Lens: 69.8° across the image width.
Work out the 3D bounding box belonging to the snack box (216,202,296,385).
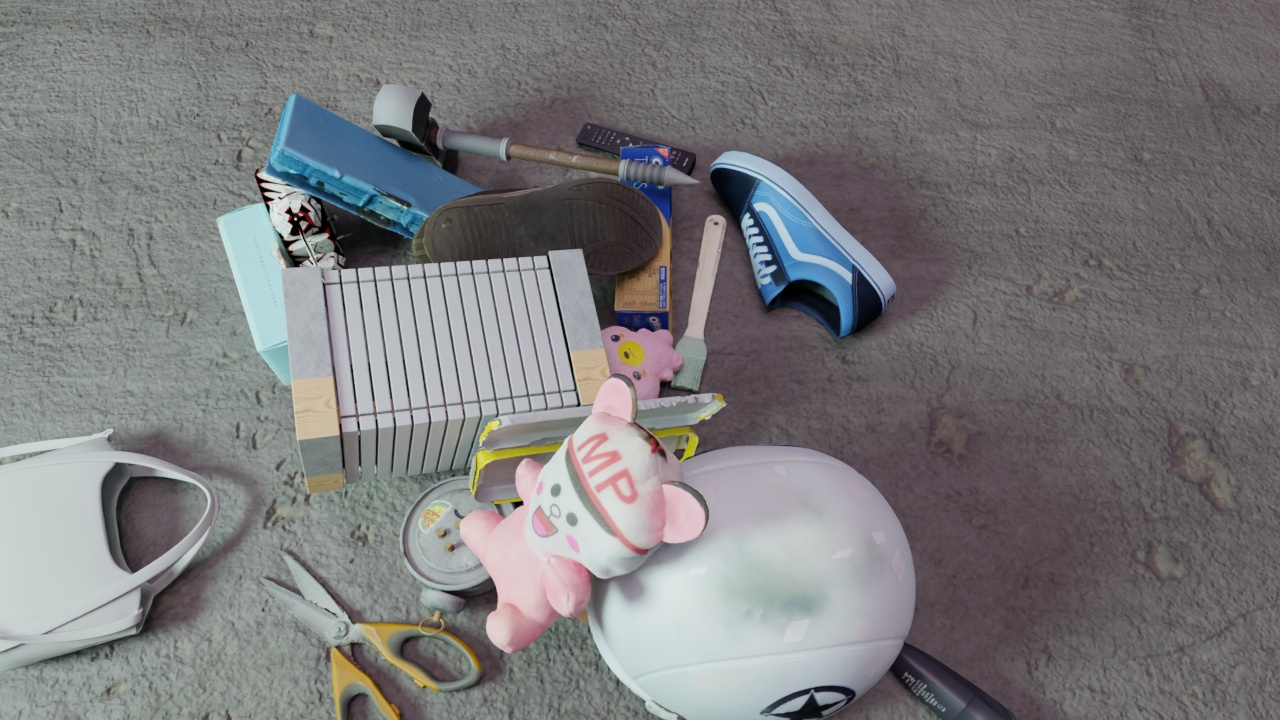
[{"bbox_3d":[-0.365,-0.067,0.913,0.053,0.075,0.174,-21,64,-11],"label":"snack box"}]

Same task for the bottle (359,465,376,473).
[{"bbox_3d":[-0.241,0.009,0.885,0.052,0.052,0.194,10,63,5],"label":"bottle"}]

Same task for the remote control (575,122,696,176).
[{"bbox_3d":[-0.006,-0.235,1.031,0.136,0.015,0.032,19,64,13],"label":"remote control"}]

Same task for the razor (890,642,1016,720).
[{"bbox_3d":[0.263,0.284,0.744,0.143,0.047,0.052,37,44,21],"label":"razor"}]

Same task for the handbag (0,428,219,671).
[{"bbox_3d":[-0.487,0.143,0.798,0.222,0.096,0.215,-18,66,-15],"label":"handbag"}]

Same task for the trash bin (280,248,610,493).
[{"bbox_3d":[-0.168,0.009,0.793,0.246,0.143,0.142,-6,68,-19],"label":"trash bin"}]

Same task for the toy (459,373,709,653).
[{"bbox_3d":[-0.048,0.121,0.693,0.214,0.084,0.142,-47,48,26],"label":"toy"}]

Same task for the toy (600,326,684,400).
[{"bbox_3d":[-0.005,0.005,0.885,0.093,0.050,0.102,-22,65,-8],"label":"toy"}]

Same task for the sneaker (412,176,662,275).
[{"bbox_3d":[-0.099,-0.121,0.883,0.234,0.120,0.095,-14,101,-21],"label":"sneaker"}]

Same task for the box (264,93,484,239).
[{"bbox_3d":[-0.252,-0.174,0.917,0.231,0.049,0.093,23,42,-32],"label":"box"}]

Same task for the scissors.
[{"bbox_3d":[-0.236,0.236,0.788,0.161,0.016,0.225,-34,65,-16],"label":"scissors"}]

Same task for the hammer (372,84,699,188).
[{"bbox_3d":[-0.100,-0.209,0.937,0.322,0.156,0.043,11,81,8],"label":"hammer"}]

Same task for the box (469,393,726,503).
[{"bbox_3d":[-0.037,0.071,0.780,0.209,0.130,0.038,-4,56,-23],"label":"box"}]

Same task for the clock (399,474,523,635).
[{"bbox_3d":[-0.158,0.167,0.797,0.104,0.056,0.147,10,61,13],"label":"clock"}]

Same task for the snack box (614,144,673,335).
[{"bbox_3d":[0.006,-0.126,0.950,0.057,0.056,0.206,0,63,3],"label":"snack box"}]

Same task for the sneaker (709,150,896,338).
[{"bbox_3d":[0.140,-0.116,0.931,0.098,0.083,0.241,-38,71,-18],"label":"sneaker"}]

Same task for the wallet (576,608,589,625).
[{"bbox_3d":[-0.042,0.184,0.814,0.121,0.013,0.087,31,72,16],"label":"wallet"}]

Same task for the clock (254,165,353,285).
[{"bbox_3d":[-0.331,-0.140,0.924,0.065,0.115,0.154,-23,47,-11],"label":"clock"}]

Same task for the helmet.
[{"bbox_3d":[0.091,0.169,0.730,0.264,0.164,0.236,-1,62,-6],"label":"helmet"}]

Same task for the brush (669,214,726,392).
[{"bbox_3d":[0.063,-0.065,0.944,0.033,0.012,0.217,10,62,5],"label":"brush"}]
